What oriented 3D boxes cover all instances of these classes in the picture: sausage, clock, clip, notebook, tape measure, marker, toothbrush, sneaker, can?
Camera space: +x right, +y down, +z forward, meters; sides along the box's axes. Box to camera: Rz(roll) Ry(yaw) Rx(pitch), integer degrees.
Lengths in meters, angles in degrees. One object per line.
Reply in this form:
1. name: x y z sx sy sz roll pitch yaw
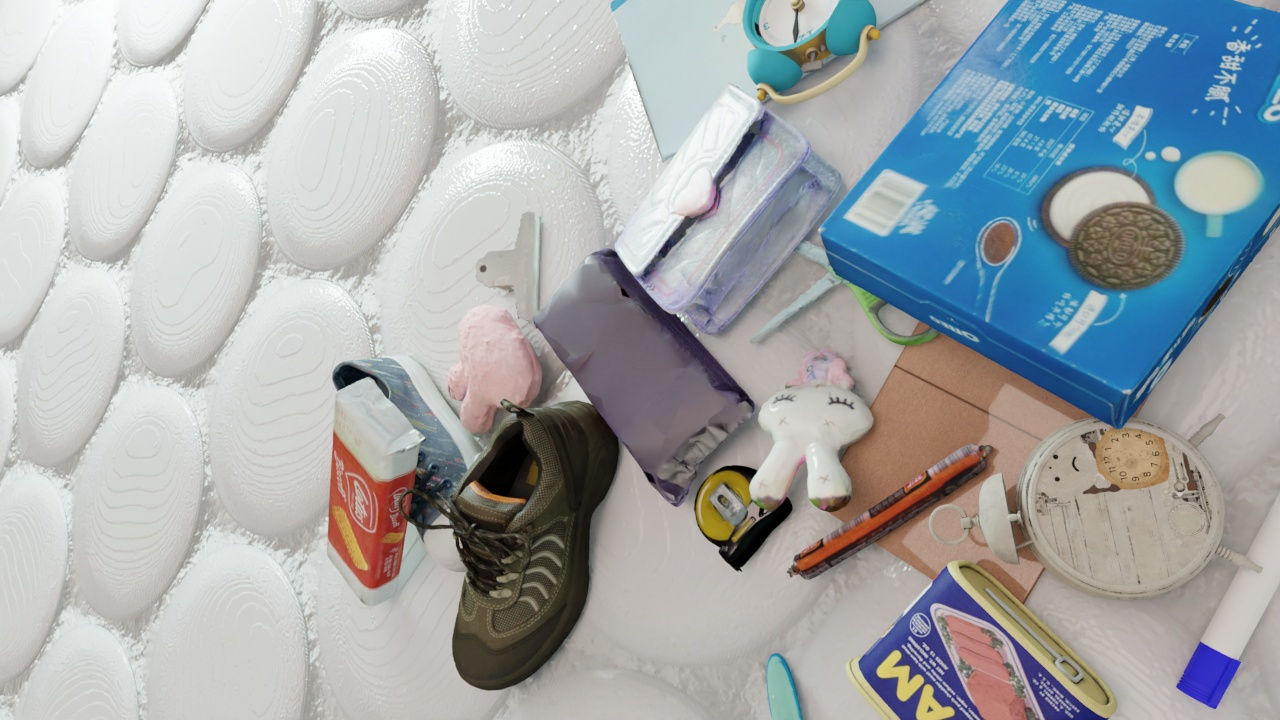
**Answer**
1. sausage: 0.156 0.098 0.583 0.155 0.020 0.020 -39 60 20
2. clock: 0.240 0.083 0.505 0.157 0.061 0.103 -11 77 22
3. clip: -0.118 -0.081 0.812 0.056 0.045 0.101 -5 75 20
4. notebook: 0.097 -0.294 0.735 0.254 0.009 0.181 -28 66 26
5. tape measure: 0.067 0.104 0.644 0.062 0.034 0.061 -53 54 11
6. marker: 0.323 0.114 0.479 0.020 0.020 0.141 28 95 35
7. clock: 0.121 -0.249 0.678 0.099 0.043 0.129 -22 62 28
8. toothbrush: 0.102 0.259 0.593 0.022 0.017 0.135 -26 66 30
9. sneaker: -0.199 0.079 0.800 0.087 0.079 0.235 -46 58 17
10. notebook: 0.218 0.037 0.575 0.141 0.008 0.209 32 97 35
11. can: 0.192 0.184 0.521 0.116 0.056 0.092 46 110 31
12. sneaker: -0.104 0.137 0.684 0.101 0.142 0.238 18 89 35

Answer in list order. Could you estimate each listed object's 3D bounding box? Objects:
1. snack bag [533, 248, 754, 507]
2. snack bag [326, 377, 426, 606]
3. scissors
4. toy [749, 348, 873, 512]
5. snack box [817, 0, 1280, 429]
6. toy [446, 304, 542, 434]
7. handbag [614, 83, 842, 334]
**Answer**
1. snack bag: -0.004 0.004 0.701 0.096 0.058 0.205 -48 57 14
2. snack bag: -0.224 0.117 0.760 0.077 0.041 0.226 43 139 22
3. scissors: 0.146 -0.068 0.644 0.171 0.023 0.172 38 102 37
4. toy: 0.113 0.044 0.612 0.079 0.038 0.122 -6 54 34
5. snack box: 0.252 -0.109 0.524 0.195 0.056 0.238 37 83 34
6. toy: -0.132 0.011 0.792 0.105 0.053 0.108 -49 59 28
7. handbag: 0.054 -0.116 0.684 0.159 0.069 0.126 -51 48 16
